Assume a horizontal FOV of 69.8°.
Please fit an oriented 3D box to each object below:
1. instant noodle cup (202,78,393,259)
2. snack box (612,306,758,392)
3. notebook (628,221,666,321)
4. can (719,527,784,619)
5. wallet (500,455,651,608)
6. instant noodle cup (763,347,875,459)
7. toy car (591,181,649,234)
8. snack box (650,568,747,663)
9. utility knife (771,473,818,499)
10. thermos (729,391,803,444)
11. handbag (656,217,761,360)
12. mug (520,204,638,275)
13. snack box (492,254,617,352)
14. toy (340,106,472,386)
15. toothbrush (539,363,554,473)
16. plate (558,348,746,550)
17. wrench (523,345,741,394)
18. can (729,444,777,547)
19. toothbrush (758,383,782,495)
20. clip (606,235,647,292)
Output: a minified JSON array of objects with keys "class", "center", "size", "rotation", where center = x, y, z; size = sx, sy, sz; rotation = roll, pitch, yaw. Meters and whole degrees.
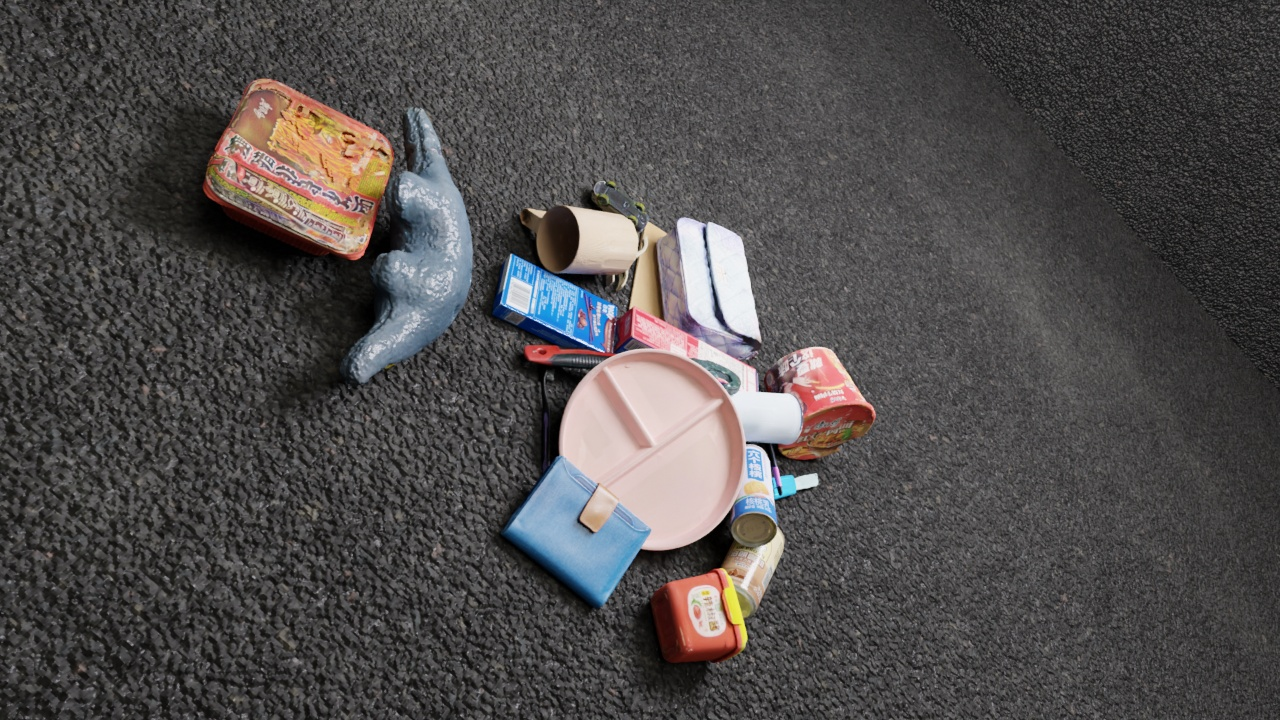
[{"class":"instant noodle cup","center":[-0.356,-0.190,0.956],"size":[0.164,0.079,0.188],"rotation":[26,49,-26]},{"class":"snack box","center":[0.058,0.006,1.191],"size":[0.207,0.057,0.058],"rotation":[26,45,-24]},{"class":"notebook","center":[0.052,-0.091,1.291],"size":[0.147,0.008,0.207],"rotation":[29,46,-22]},{"class":"can","center":[0.126,0.244,1.078],"size":[0.058,0.059,0.116],"rotation":[45,42,-6]},{"class":"wallet","center":[-0.065,0.179,0.961],"size":[0.133,0.040,0.106],"rotation":[41,64,-10]},{"class":"instant noodle cup","center":[0.236,0.055,1.259],"size":[0.137,0.138,0.108],"rotation":[10,47,-36]},{"class":"toy car","center":[-0.031,-0.214,1.286],"size":[0.090,0.035,0.042],"rotation":[37,42,-14]},{"class":"snack box","center":[0.059,0.279,0.987],"size":[0.080,0.082,0.091],"rotation":[-1,60,-26]},{"class":"utility knife","center":[0.175,0.168,1.205],"size":[0.198,0.018,0.034],"rotation":[-4,64,-43]},{"class":"thermos","center":[0.090,0.071,1.142],"size":[0.224,0.073,0.073],"rotation":[4,58,-24]},{"class":"handbag","center":[0.097,-0.101,1.272],"size":[0.134,0.076,0.193],"rotation":[16,53,-33]},{"class":"mug","center":[-0.079,-0.159,1.174],"size":[0.103,0.084,0.125],"rotation":[-1,29,-45]},{"class":"snack box","center":[-0.102,-0.061,1.122],"size":[0.157,0.026,0.084],"rotation":[26,47,-25]},{"class":"toy","center":[-0.237,-0.114,0.978],"size":[0.138,0.092,0.355],"rotation":[41,43,-50]},{"class":"toothbrush","center":[-0.105,0.075,1.034],"size":[0.016,0.014,0.188],"rotation":[28,45,-40]},{"class":"plate","center":[0.014,0.101,1.049],"size":[0.229,0.028,0.229],"rotation":[5,77,-21]},{"class":"wrench","center":[-0.006,0.006,1.102],"size":[0.273,0.016,0.056],"rotation":[8,33,-18]},{"class":"can","center":[0.133,0.160,1.103],"size":[0.053,0.053,0.134],"rotation":[35,27,-17]},{"class":"toothbrush","center":[0.168,0.100,1.238],"size":[0.017,0.014,0.188],"rotation":[11,48,-23]},{"class":"clip","center":[-0.014,-0.138,1.248],"size":[0.092,0.035,0.103],"rotation":[7,62,-36]}]
